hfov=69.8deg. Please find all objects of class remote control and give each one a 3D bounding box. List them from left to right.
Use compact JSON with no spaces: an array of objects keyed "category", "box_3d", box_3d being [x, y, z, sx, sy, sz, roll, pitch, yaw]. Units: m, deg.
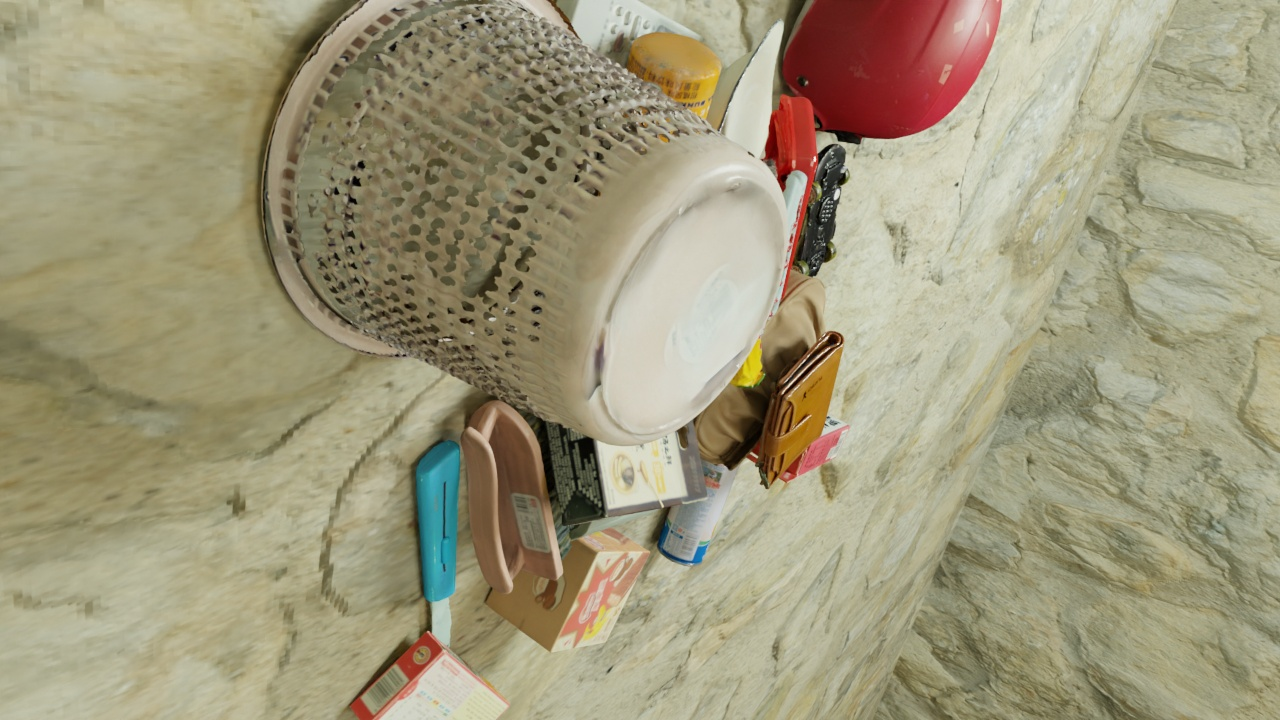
[{"category":"remote control","box_3d":[-0.006,-0.205,0.606,0.149,0.021,0.058,-3,117,-57]}]

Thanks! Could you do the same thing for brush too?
[{"category":"brush","box_3d":[-0.093,0.094,0.657,0.072,0.063,0.146,-43,136,-48]}]

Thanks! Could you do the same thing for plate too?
[{"category":"plate","box_3d":[0.061,-0.163,0.703,0.164,0.034,0.163,82,33,-68]}]

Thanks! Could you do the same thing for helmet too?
[{"category":"helmet","box_3d":[0.244,-0.290,0.820,0.239,0.144,0.207,18,96,-62]}]

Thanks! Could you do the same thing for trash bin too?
[{"category":"trash bin","box_3d":[-0.042,-0.064,0.472,0.226,0.192,0.228,-33,140,-34]}]

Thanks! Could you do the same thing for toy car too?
[{"category":"toy car","box_3d":[0.173,-0.144,0.924,0.070,0.042,0.158,-33,141,-42]}]

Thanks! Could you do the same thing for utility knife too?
[{"category":"utility knife","box_3d":[-0.147,0.147,0.675,0.034,0.018,0.208,-32,140,-44]}]

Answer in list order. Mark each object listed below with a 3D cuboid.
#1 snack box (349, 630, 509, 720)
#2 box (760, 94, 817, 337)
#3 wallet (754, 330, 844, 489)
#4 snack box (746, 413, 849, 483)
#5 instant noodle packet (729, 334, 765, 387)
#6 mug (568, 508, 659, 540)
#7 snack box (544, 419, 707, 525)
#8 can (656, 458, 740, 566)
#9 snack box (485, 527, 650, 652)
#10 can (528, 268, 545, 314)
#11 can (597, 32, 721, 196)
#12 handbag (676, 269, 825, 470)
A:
[{"category":"snack box","box_3d":[-0.163,0.278,0.738,0.077,0.027,0.156,-43,147,-17]},{"category":"box","box_3d":[0.107,-0.093,0.744,0.201,0.050,0.160,91,9,-61]},{"category":"wallet","box_3d":[0.144,0.051,0.858,0.118,0.035,0.131,-44,150,-36]},{"category":"snack box","box_3d":[0.146,0.071,0.985,0.126,0.113,0.044,-12,127,-55]},{"category":"instant noodle packet","box_3d":[0.040,-0.042,0.704,0.044,0.128,0.111,-43,146,-16]},{"category":"mug","box_3d":[-0.037,0.077,0.747,0.103,0.084,0.124,-10,95,-54]},{"category":"snack box","box_3d":[-0.012,0.056,0.674,0.125,0.053,0.113,5,72,-58]},{"category":"can","box_3d":[0.063,0.149,0.977,0.053,0.053,0.135,-5,118,-57]},{"category":"snack box","box_3d":[-0.060,0.186,0.784,0.094,0.077,0.093,22,95,-61]},{"category":"can","box_3d":[-0.031,-0.041,0.654,0.066,0.066,0.093,-63,151,-1]},{"category":"can","box_3d":[0.007,-0.141,0.616,0.058,0.058,0.146,-35,153,-41]},{"category":"handbag","box_3d":[0.109,0.009,0.887,0.204,0.100,0.148,-48,144,-16]}]
